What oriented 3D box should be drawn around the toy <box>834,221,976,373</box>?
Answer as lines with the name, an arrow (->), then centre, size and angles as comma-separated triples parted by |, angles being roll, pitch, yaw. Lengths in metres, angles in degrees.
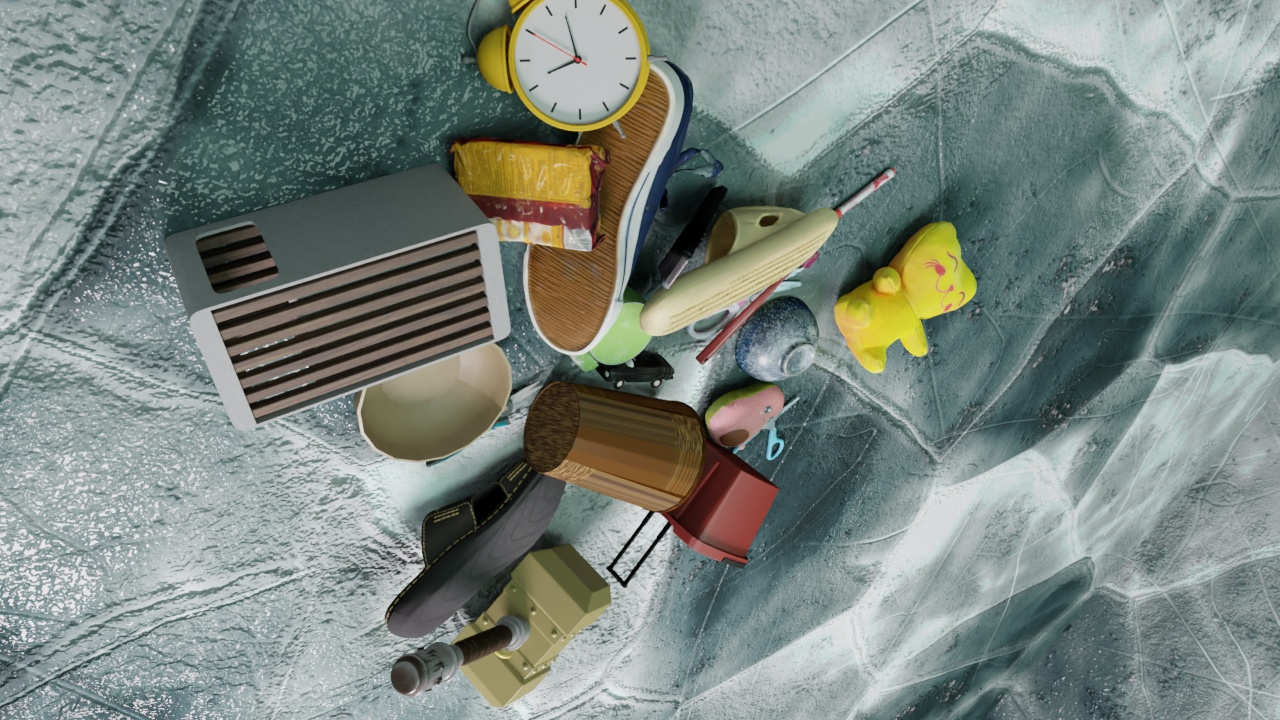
toy -> 0.337, -0.079, 1.176 | 0.193, 0.087, 0.134 | -39, 121, -8

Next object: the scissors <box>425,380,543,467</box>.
scissors -> -0.170, 0.066, 0.966 | 0.127, 0.019, 0.142 | 17, 108, -46

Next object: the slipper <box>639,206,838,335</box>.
slipper -> 0.093, -0.108, 0.972 | 0.260, 0.079, 0.112 | -29, 163, -27

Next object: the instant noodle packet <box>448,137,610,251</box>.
instant noodle packet -> -0.093, -0.144, 0.789 | 0.135, 0.039, 0.099 | 6, 131, 8

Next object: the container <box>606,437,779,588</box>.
container -> 0.063, 0.207, 1.161 | 0.127, 0.148, 0.201 | 29, 95, -41

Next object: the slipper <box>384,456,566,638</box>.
slipper -> -0.185, 0.194, 1.025 | 0.267, 0.076, 0.113 | -44, 149, -19

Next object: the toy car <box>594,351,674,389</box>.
toy car -> -0.006, 0.006, 1.021 | 0.092, 0.040, 0.037 | 0, 123, -34

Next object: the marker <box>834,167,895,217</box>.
marker -> 0.243, -0.181, 1.074 | 0.142, 0.013, 0.013 | -37, 138, -5

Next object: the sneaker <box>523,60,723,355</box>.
sneaker -> -0.016, -0.141, 0.870 | 0.127, 0.121, 0.295 | -38, 154, -61

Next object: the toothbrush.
toothbrush -> 0.137, -0.063, 1.071 | 0.190, 0.016, 0.016 | -44, 142, -1

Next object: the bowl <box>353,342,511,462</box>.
bowl -> -0.203, 0.023, 0.881 | 0.152, 0.050, 0.153 | -20, 134, -23

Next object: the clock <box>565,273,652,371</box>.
clock -> -0.034, -0.037, 0.965 | 0.119, 0.042, 0.094 | -18, 132, -24

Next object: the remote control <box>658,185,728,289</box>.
remote control -> 0.051, -0.126, 0.902 | 0.022, 0.149, 0.047 | 34, 130, -4

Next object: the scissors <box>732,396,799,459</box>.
scissors -> 0.171, 0.102, 1.256 | 0.135, 0.015, 0.133 | -36, 139, 2

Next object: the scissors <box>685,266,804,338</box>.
scissors -> 0.125, -0.070, 1.080 | 0.178, 0.016, 0.103 | -10, 129, -35

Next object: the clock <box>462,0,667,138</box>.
clock -> -0.062, -0.248, 0.732 | 0.152, 0.052, 0.114 | 28, 109, -9

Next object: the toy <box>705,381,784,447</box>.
toy -> 0.134, 0.064, 1.166 | 0.110, 0.051, 0.090 | -33, 139, -11

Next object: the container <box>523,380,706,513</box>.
container -> -0.032, 0.090, 1.016 | 0.167, 0.132, 0.132 | 19, 111, -38

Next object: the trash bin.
trash bin -> -0.238, -0.057, 0.741 | 0.228, 0.114, 0.115 | -21, 134, -22

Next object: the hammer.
hammer -> -0.170, 0.311, 1.011 | 0.190, 0.100, 0.324 | -49, 163, 8

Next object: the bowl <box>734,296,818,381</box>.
bowl -> 0.179, -0.015, 1.128 | 0.114, 0.061, 0.115 | -21, 135, -23
